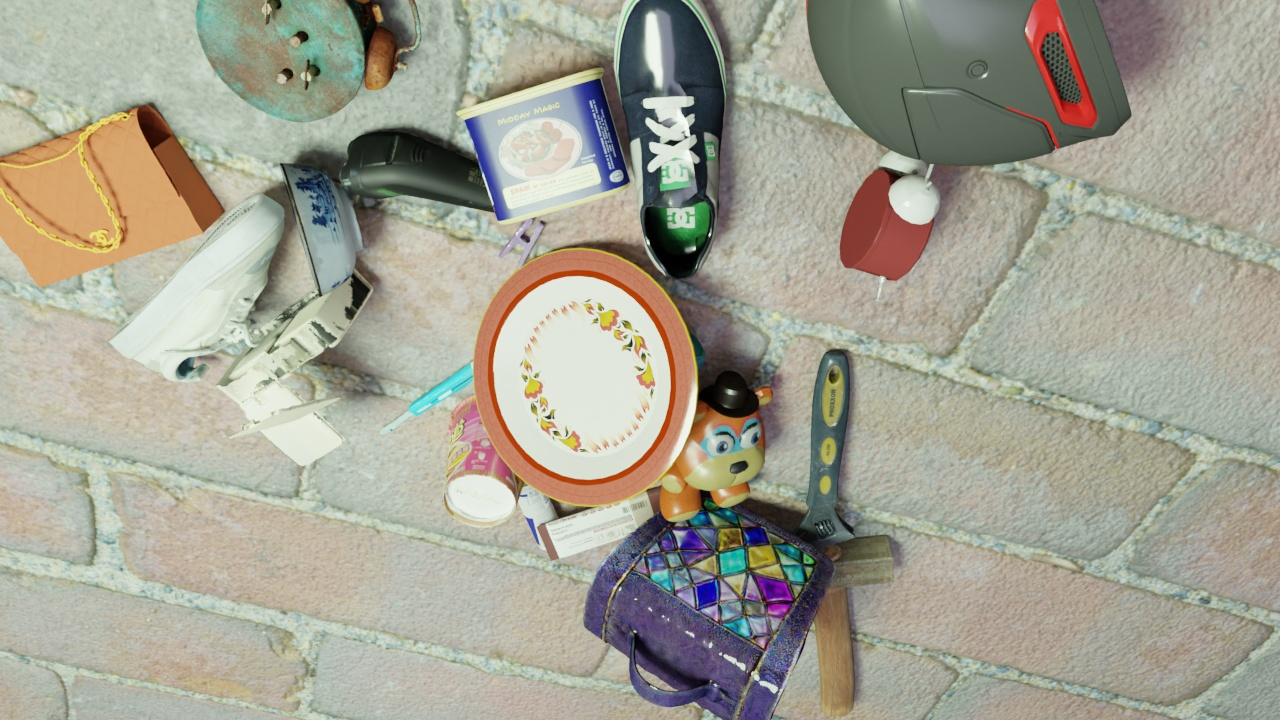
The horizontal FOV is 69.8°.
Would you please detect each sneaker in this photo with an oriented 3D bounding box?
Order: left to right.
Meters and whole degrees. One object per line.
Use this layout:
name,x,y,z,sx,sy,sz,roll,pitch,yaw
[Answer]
sneaker,-0.370,-0.055,0.814,0.243,0.089,0.090,-32,119,30
sneaker,0.027,-0.171,0.713,0.084,0.078,0.236,-3,126,6

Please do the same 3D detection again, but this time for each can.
can,-0.110,0.162,0.992,0.032,0.032,0.095,-10,125,10
can,-0.072,-0.166,0.718,0.116,0.056,0.092,-14,106,12

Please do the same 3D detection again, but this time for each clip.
clip,-0.103,-0.104,0.810,0.035,0.013,0.052,31,119,-20

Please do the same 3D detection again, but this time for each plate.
plate,-0.051,0.015,0.819,0.230,0.021,0.230,3,96,27

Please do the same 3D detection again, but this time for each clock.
clock,-0.241,-0.244,0.675,0.158,0.073,0.121,-7,126,7
clock,0.204,-0.117,0.742,0.044,0.087,0.125,16,128,-10

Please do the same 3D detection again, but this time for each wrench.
wrench,0.186,0.112,0.933,0.073,0.022,0.274,0,119,3

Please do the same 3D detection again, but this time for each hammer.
hammer,0.224,0.332,1.101,0.158,0.037,0.301,-8,125,8

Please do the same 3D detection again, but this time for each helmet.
helmet,0.203,-0.226,0.614,0.170,0.163,0.264,-20,133,29

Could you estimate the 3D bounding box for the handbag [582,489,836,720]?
handbag,0.068,0.256,0.914,0.205,0.221,0.126,27,129,22

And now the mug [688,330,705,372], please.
mug,-0.005,0.005,0.852,0.112,0.084,0.104,42,115,8

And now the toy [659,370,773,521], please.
toy,0.071,0.082,0.892,0.112,0.096,0.176,-13,125,-23

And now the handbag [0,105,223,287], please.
handbag,-0.465,-0.137,0.774,0.172,0.060,0.109,-15,121,13

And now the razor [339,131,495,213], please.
razor,-0.170,-0.148,0.764,0.151,0.053,0.067,12,153,-16

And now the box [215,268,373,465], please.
box,-0.292,0.032,0.801,0.144,0.192,0.106,-28,119,28

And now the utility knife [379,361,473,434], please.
utility knife,-0.208,0.039,0.918,0.152,0.015,0.022,-32,144,25

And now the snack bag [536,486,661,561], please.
snack bag,-0.030,0.174,0.995,0.158,0.013,0.057,-18,124,-2

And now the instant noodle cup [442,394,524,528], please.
instant noodle cup,-0.149,0.101,0.902,0.098,0.108,0.098,1,126,1

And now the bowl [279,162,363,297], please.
bowl,-0.260,-0.113,0.762,0.045,0.114,0.114,-17,129,-19
